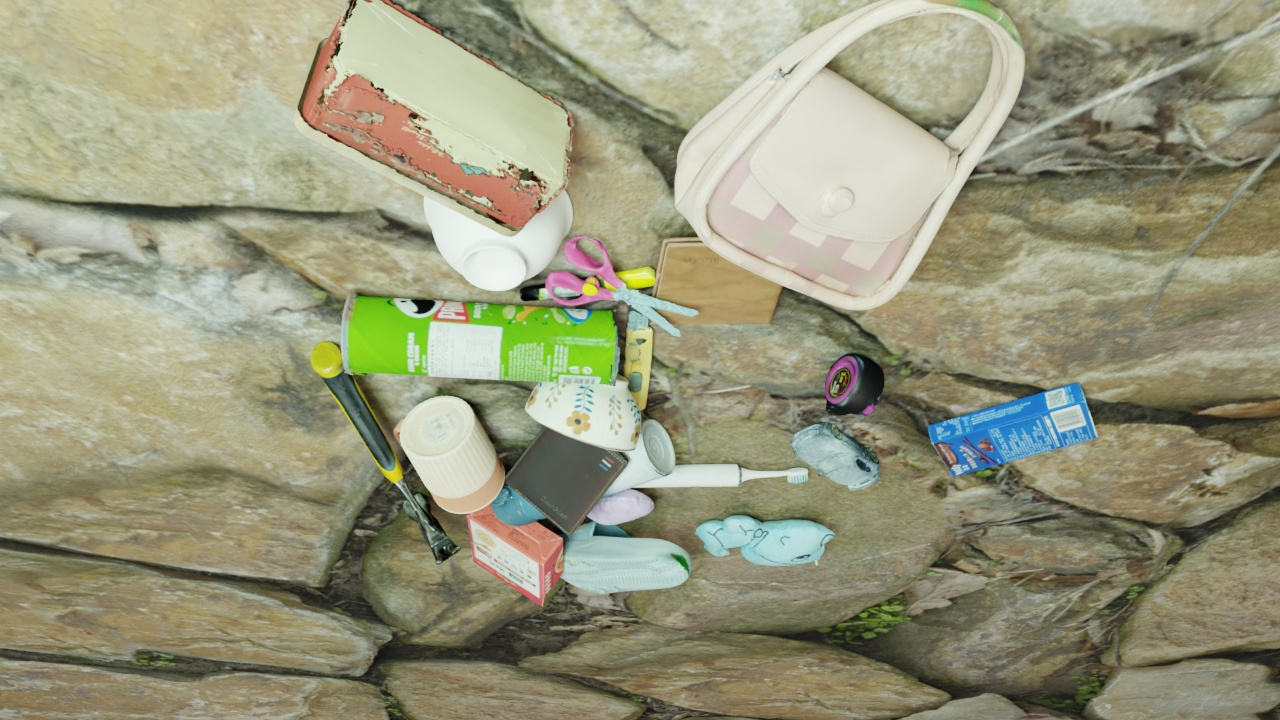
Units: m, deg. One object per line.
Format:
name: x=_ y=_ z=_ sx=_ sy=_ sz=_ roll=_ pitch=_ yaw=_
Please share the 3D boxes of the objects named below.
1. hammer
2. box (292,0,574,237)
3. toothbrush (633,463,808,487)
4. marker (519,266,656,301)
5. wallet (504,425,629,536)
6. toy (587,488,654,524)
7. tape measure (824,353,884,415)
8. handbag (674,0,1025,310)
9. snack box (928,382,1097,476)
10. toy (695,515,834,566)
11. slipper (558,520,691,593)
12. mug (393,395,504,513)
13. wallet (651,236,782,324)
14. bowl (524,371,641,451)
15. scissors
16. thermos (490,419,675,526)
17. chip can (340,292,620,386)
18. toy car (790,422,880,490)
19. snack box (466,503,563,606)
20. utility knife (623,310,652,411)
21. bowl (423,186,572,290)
hammer: x=-0.262 y=0.106 z=0.960 sx=0.031 sy=0.126 sz=0.324 roll=-32 pitch=139 yaw=-17
box: x=-0.126 y=-0.162 z=0.601 sx=0.168 sy=0.091 sz=0.079 roll=24 pitch=140 yaw=-30
toothbrush: x=0.082 y=0.132 z=1.053 sx=0.221 sy=0.026 sz=0.026 roll=-1 pitch=113 yaw=-1
marker: x=-0.047 y=-0.066 z=0.798 sx=0.124 sy=0.015 sz=0.018 roll=-7 pitch=139 yaw=13
wallet: x=-0.078 y=0.116 z=0.967 sx=0.096 sy=0.020 sz=0.123 roll=42 pitch=117 yaw=8
toy: x=-0.024 y=0.174 z=1.088 sx=0.083 sy=0.038 sz=0.108 roll=13 pitch=157 yaw=-23
tape measure: x=0.208 y=0.024 z=0.886 sx=0.039 sy=0.057 sz=0.058 roll=21 pitch=154 yaw=-22
handbag: x=0.156 y=-0.154 z=0.640 sx=0.193 sy=0.093 sz=0.235 roll=20 pitch=131 yaw=-27
snack box: x=0.400 y=0.077 z=0.986 sx=0.157 sy=0.026 sz=0.084 roll=-20 pitch=139 yaw=24
toy: x=0.163 y=0.231 z=1.170 sx=0.156 sy=0.049 sz=0.162 roll=32 pitch=137 yaw=-33
slipper: x=-0.034 y=0.239 z=1.150 sx=0.246 sy=0.074 sz=0.104 roll=-14 pitch=135 yaw=43
mug: x=-0.208 y=0.093 z=0.961 sx=0.115 sy=0.081 sz=0.106 roll=19 pitch=148 yaw=24
wallet: x=0.069 y=-0.068 z=0.782 sx=0.115 sy=0.020 sz=0.101 roll=-3 pitch=143 yaw=-10
bowl: x=-0.048 y=0.038 z=0.878 sx=0.113 sy=0.113 sz=0.062 roll=17 pitch=98 yaw=-23
scissors: x=-0.012 y=-0.063 z=0.770 sx=0.137 sy=0.017 sz=0.096 roll=15 pitch=134 yaw=1
thermos: x=-0.069 y=0.129 z=1.013 sx=0.221 sy=0.070 sz=0.070 roll=-23 pitch=138 yaw=26
chip can: x=-0.138 y=-0.017 z=0.811 sx=0.236 sy=0.072 sz=0.072 roll=3 pitch=143 yaw=-6
toy car: x=0.218 y=0.108 z=1.018 sx=0.054 sy=0.036 sz=0.120 roll=-31 pitch=131 yaw=34
snack box: x=-0.152 y=0.233 z=1.126 sx=0.113 sy=0.044 sz=0.127 roll=29 pitch=146 yaw=15
utility knife: x=-0.005 y=0.005 z=0.896 sx=0.031 sy=0.019 sz=0.173 roll=-4 pitch=139 yaw=-6
bowl: x=-0.113 y=-0.094 z=0.715 sx=0.118 sy=0.064 sz=0.118 roll=0 pitch=143 yaw=0
